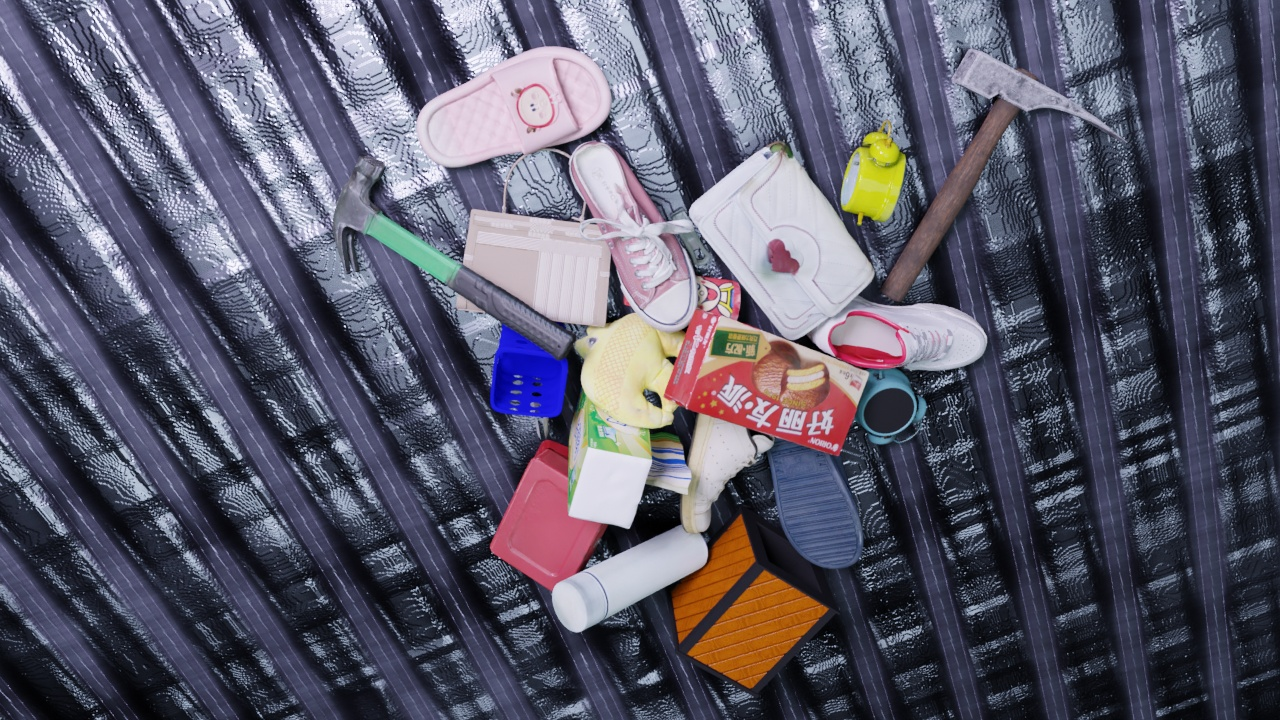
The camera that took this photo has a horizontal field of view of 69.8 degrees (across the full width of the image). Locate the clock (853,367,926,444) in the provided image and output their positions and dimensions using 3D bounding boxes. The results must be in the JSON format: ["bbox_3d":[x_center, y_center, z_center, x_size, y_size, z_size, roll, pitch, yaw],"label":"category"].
[{"bbox_3d":[0.325,0.065,1.204,0.090,0.053,0.124,-40,113,13],"label":"clock"}]

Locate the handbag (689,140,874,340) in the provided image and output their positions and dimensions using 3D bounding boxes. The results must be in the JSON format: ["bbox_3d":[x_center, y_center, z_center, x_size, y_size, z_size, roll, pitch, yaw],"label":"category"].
[{"bbox_3d":[0.169,-0.138,1.081,0.142,0.096,0.198,-39,109,11],"label":"handbag"}]

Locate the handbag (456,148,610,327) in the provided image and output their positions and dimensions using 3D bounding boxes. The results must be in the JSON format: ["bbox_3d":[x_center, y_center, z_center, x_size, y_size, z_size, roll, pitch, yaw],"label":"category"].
[{"bbox_3d":[-0.118,-0.150,1.083,0.175,0.062,0.198,7,105,-5],"label":"handbag"}]

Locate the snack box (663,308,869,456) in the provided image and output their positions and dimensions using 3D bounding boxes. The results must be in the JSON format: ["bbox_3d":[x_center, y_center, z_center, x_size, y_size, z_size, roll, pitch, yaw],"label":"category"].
[{"bbox_3d":[0.152,0.028,1.089,0.236,0.060,0.113,19,94,-28],"label":"snack box"}]

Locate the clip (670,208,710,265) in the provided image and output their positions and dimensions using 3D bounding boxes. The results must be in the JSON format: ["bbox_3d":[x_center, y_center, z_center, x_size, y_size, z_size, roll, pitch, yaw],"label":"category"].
[{"bbox_3d":[0.063,-0.144,1.107,0.023,0.061,0.076,-27,128,9],"label":"clip"}]

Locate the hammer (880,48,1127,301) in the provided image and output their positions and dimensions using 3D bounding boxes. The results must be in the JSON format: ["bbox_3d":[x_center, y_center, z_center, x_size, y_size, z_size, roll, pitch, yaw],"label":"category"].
[{"bbox_3d":[0.412,-0.190,1.108,0.217,0.037,0.301,22,111,-13],"label":"hammer"}]

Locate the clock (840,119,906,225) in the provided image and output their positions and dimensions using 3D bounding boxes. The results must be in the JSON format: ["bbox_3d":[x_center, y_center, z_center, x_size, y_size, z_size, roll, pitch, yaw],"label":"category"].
[{"bbox_3d":[0.273,-0.218,1.061,0.057,0.083,0.119,12,115,-2],"label":"clock"}]

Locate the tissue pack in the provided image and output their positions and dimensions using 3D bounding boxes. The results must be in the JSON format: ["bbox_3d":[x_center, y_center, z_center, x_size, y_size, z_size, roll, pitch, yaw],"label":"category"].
[{"bbox_3d":[-0.009,0.111,1.122,0.141,0.197,0.120,12,122,-10],"label":"tissue pack"}]

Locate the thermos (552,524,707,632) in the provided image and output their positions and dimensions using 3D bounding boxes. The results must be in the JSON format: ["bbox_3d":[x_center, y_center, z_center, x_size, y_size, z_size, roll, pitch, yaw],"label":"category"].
[{"bbox_3d":[-0.009,0.280,1.197,0.229,0.068,0.068,-16,122,-42],"label":"thermos"}]

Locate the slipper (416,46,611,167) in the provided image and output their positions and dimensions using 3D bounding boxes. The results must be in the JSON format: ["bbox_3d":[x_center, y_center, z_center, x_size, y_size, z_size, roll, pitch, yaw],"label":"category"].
[{"bbox_3d":[-0.143,-0.278,1.019,0.222,0.055,0.107,-17,112,4],"label":"slipper"}]

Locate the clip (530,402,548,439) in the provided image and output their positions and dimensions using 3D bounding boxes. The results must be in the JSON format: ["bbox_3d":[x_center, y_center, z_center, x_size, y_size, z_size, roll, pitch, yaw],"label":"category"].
[{"bbox_3d":[-0.133,0.063,1.172,0.043,0.102,0.054,-4,70,-6],"label":"clip"}]

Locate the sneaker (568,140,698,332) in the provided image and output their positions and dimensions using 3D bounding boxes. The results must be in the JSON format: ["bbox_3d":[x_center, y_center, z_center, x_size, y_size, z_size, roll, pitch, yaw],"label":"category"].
[{"bbox_3d":[-0.003,-0.140,1.035,0.118,0.088,0.241,-31,99,-5],"label":"sneaker"}]

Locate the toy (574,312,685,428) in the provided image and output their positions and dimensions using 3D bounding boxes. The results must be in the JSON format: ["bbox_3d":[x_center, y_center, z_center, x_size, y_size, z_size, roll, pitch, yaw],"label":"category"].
[{"bbox_3d":[-0.007,0.006,1.106,0.155,0.170,0.065,31,140,8],"label":"toy"}]

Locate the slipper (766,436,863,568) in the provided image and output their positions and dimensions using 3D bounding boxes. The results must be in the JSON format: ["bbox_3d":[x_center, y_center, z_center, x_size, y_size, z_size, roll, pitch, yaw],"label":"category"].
[{"bbox_3d":[0.224,0.148,1.225,0.101,0.082,0.263,-17,96,17],"label":"slipper"}]

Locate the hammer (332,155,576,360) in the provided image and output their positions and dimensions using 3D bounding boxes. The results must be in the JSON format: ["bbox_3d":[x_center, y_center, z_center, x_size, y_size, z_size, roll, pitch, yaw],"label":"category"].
[{"bbox_3d":[-0.214,-0.097,1.046,0.319,0.032,0.130,32,106,6],"label":"hammer"}]

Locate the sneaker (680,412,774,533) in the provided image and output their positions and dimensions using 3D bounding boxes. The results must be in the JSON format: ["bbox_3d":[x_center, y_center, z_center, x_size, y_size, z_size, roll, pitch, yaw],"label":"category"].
[{"bbox_3d":[0.116,0.116,1.182,0.102,0.088,0.242,13,108,9],"label":"sneaker"}]

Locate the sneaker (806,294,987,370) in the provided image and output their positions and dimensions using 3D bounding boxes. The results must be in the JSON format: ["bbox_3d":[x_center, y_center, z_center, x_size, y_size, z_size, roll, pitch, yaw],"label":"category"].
[{"bbox_3d":[0.327,-0.022,1.137,0.236,0.104,0.090,12,112,-9],"label":"sneaker"}]

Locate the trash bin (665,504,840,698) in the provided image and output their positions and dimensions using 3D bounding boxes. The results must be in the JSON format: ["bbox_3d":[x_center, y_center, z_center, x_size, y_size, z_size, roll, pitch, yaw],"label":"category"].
[{"bbox_3d":[0.148,0.329,1.260,0.139,0.139,0.172,33,107,-17],"label":"trash bin"}]

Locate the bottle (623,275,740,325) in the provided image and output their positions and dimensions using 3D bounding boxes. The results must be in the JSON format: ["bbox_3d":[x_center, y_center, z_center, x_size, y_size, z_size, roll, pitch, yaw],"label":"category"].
[{"bbox_3d":[0.049,-0.075,1.118,0.137,0.062,0.062,7,113,-8],"label":"bottle"}]

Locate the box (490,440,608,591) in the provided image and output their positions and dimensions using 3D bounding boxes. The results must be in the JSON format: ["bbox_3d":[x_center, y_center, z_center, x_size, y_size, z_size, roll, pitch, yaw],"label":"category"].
[{"bbox_3d":[-0.111,0.205,1.199,0.137,0.127,0.157,23,110,-8],"label":"box"}]

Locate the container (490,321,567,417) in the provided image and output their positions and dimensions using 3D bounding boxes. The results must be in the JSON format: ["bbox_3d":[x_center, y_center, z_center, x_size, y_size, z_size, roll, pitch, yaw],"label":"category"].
[{"bbox_3d":[-0.133,0.004,1.111,0.085,0.113,0.084,7,113,-7],"label":"container"}]
